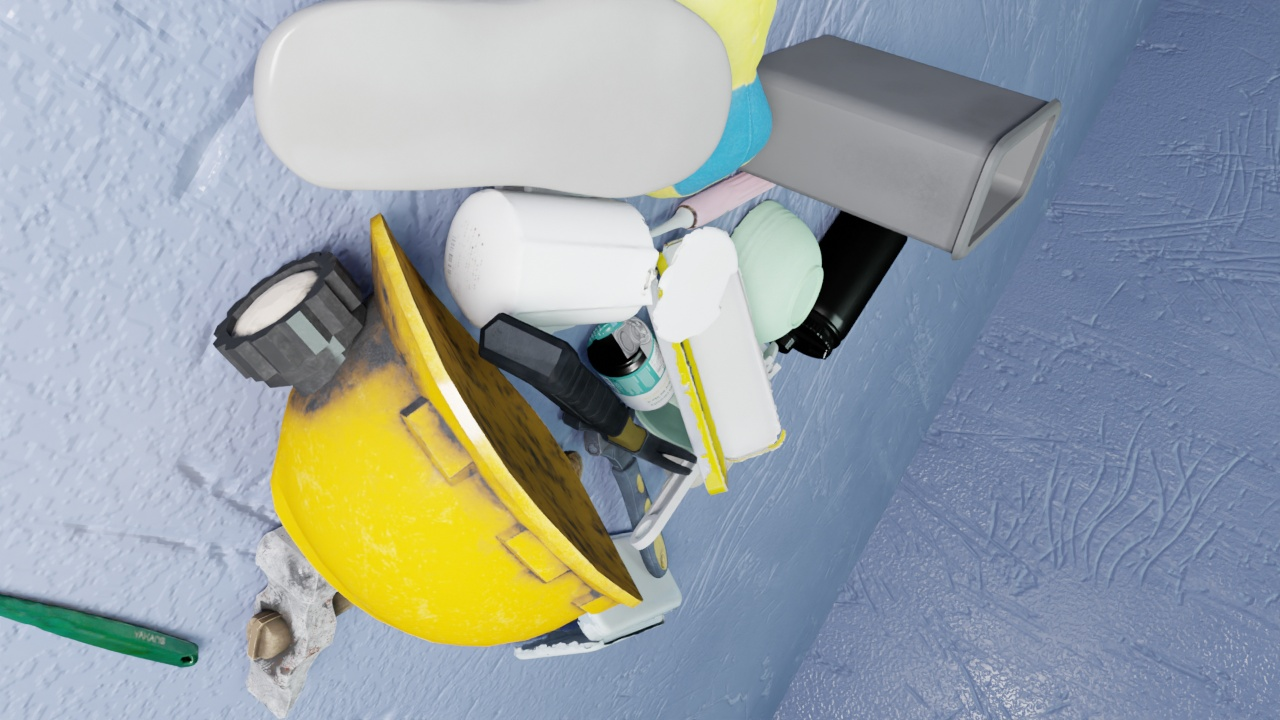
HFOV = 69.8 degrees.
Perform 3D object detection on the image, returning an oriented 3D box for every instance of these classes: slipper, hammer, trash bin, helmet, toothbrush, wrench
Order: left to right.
[{"bbox_3d":[-0.267,0.122,0.423,0.016,0.017,0.190,-55,154,-15],"label":"toothbrush"},{"bbox_3d":[-0.116,0.064,0.485,0.131,0.205,0.255,-34,124,-3],"label":"helmet"},{"bbox_3d":[-0.138,0.127,0.650,0.317,0.049,0.122,-22,137,-57],"label":"hammer"},{"bbox_3d":[-0.072,-0.144,0.478,0.265,0.081,0.113,-14,125,-36],"label":"slipper"},{"bbox_3d":[-0.028,0.031,0.593,0.025,0.118,0.333,-64,167,-8],"label":"hammer"},{"bbox_3d":[-0.007,0.123,0.864,0.274,0.022,0.073,74,31,-42],"label":"wrench"},{"bbox_3d":[0.062,0.077,0.903,0.272,0.018,0.087,-52,-166,-29],"label":"wrench"},{"bbox_3d":[0.055,-0.130,0.777,0.027,0.026,0.221,-26,-173,45],"label":"toothbrush"},{"bbox_3d":[0.211,-0.192,0.780,0.191,0.220,0.098,-34,143,-45],"label":"trash bin"}]

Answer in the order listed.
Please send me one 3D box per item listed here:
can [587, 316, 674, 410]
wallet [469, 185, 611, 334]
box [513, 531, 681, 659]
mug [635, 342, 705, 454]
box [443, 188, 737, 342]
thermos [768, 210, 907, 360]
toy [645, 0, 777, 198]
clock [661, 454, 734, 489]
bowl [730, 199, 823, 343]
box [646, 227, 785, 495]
[{"bbox_3d":[-0.005,0.004,0.763,0.055,0.055,0.101,-58,155,-10],"label":"can"},{"bbox_3d":[-0.057,-0.073,0.608,0.115,0.037,0.118,-17,127,-57],"label":"wallet"},{"bbox_3d":[-0.055,0.253,0.929,0.127,0.106,0.215,-38,159,17],"label":"box"},{"bbox_3d":[0.052,0.031,0.878,0.103,0.084,0.111,-53,170,-29],"label":"mug"},{"bbox_3d":[-0.024,-0.053,0.533,0.165,0.092,0.083,-5,110,-39],"label":"box"},{"bbox_3d":[0.227,-0.086,1.079,0.198,0.086,0.086,-55,154,-15],"label":"thermos"},{"bbox_3d":[0.047,-0.210,0.613,0.148,0.084,0.214,-47,154,-33],"label":"toy"},{"bbox_3d":[0.071,0.095,0.992,0.156,0.061,0.104,-45,150,-37],"label":"clock"},{"bbox_3d":[0.133,-0.078,0.920,0.150,0.077,0.151,-45,151,-35],"label":"bowl"},{"bbox_3d":[0.055,0.001,0.773,0.117,0.057,0.210,-32,111,-40],"label":"box"}]
